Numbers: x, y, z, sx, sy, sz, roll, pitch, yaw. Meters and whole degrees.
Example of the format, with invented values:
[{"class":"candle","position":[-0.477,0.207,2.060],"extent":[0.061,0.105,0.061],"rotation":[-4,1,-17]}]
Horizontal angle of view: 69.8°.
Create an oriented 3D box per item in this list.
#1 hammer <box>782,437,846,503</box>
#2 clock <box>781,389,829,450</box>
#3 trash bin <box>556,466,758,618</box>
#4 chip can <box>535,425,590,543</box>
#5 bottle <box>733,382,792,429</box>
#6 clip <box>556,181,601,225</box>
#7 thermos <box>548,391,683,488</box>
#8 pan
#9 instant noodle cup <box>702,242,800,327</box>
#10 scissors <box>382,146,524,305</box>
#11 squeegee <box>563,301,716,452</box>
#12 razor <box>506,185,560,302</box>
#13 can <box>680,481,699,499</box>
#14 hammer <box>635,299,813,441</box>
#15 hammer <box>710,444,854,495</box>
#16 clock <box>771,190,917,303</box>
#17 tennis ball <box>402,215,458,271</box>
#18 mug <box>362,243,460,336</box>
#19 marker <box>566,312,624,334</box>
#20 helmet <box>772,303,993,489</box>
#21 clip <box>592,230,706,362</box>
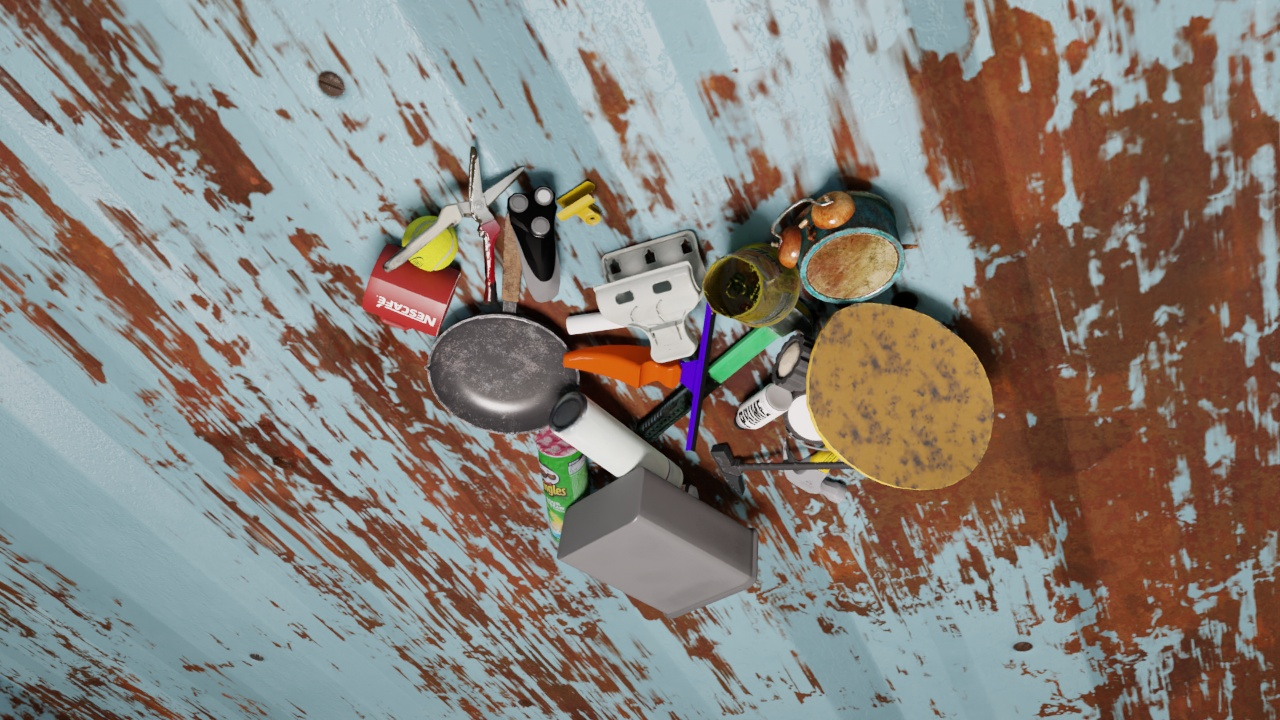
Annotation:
[{"class":"hammer","position":[0.304,0.078,1.233],"extent":[0.127,0.029,0.325],"rotation":[25,131,-13]},{"class":"clock","position":[0.231,0.072,1.205],"extent":[0.091,0.043,0.123],"rotation":[10,118,21]},{"class":"trash bin","position":[0.025,0.265,1.314],"extent":[0.219,0.097,0.192],"rotation":[33,134,-26]},{"class":"chip can","position":[-0.111,0.188,1.375],"extent":[0.075,0.075,0.224],"rotation":[4,133,6]},{"class":"bottle","position":[0.158,0.066,1.222],"extent":[0.041,0.041,0.116],"rotation":[23,153,-11]},{"class":"clip","position":[-0.067,-0.175,1.062],"extent":[0.054,0.046,0.048],"rotation":[-27,98,28]},{"class":"thermos","position":[-0.030,0.125,1.279],"extent":[0.068,0.067,0.230],"rotation":[-25,134,29]},{"class":"pan","position":[-0.171,-0.047,1.190],"extent":[0.207,0.040,0.358],"rotation":[8,126,-5]},{"class":"instant noodle cup","position":[0.119,-0.085,1.035],"extent":[0.102,0.108,0.102],"rotation":[2,96,23]},{"class":"scissors","position":[-0.212,-0.146,1.059],"extent":[0.179,0.015,0.199],"rotation":[-13,123,-14]},{"class":"squeegee","position":[-0.007,0.007,1.185],"extent":[0.185,0.055,0.250],"rotation":[6,127,1]},{"class":"razor","position":[-0.120,-0.130,1.076],"extent":[0.057,0.060,0.156],"rotation":[-18,146,-14]},{"class":"can","position":[0.022,0.219,1.385],"extent":[0.127,0.064,0.064],"rotation":[-6,131,15]},{"class":"hammer","position":[0.101,0.019,1.211],"extent":[0.130,0.032,0.320],"rotation":[32,130,-20]},{"class":"hammer","position":[0.254,0.148,1.251],"extent":[0.326,0.015,0.095],"rotation":[-6,129,35]},{"class":"clock","position":[0.215,-0.135,1.017],"extent":[0.157,0.073,0.122],"rotation":[24,133,-28]},{"class":"tennis ball","position":[-0.251,-0.141,1.099],"extent":[0.065,0.065,0.065],"rotation":[5,133,5]},{"class":"mug","position":[-0.290,-0.078,1.156],"extent":[0.096,0.080,0.117],"rotation":[21,139,-10]},{"class":"marker","position":[-0.029,-0.054,1.168],"extent":[0.133,0.023,0.027],"rotation":[-7,161,16]},{"class":"helmet","position":[0.279,0.048,1.099],"extent":[0.255,0.205,0.131],"rotation":[23,165,-16]},{"class":"clip","position":[0.016,-0.068,1.079],"extent":[0.127,0.110,0.150],"rotation":[-13,85,24]}]
